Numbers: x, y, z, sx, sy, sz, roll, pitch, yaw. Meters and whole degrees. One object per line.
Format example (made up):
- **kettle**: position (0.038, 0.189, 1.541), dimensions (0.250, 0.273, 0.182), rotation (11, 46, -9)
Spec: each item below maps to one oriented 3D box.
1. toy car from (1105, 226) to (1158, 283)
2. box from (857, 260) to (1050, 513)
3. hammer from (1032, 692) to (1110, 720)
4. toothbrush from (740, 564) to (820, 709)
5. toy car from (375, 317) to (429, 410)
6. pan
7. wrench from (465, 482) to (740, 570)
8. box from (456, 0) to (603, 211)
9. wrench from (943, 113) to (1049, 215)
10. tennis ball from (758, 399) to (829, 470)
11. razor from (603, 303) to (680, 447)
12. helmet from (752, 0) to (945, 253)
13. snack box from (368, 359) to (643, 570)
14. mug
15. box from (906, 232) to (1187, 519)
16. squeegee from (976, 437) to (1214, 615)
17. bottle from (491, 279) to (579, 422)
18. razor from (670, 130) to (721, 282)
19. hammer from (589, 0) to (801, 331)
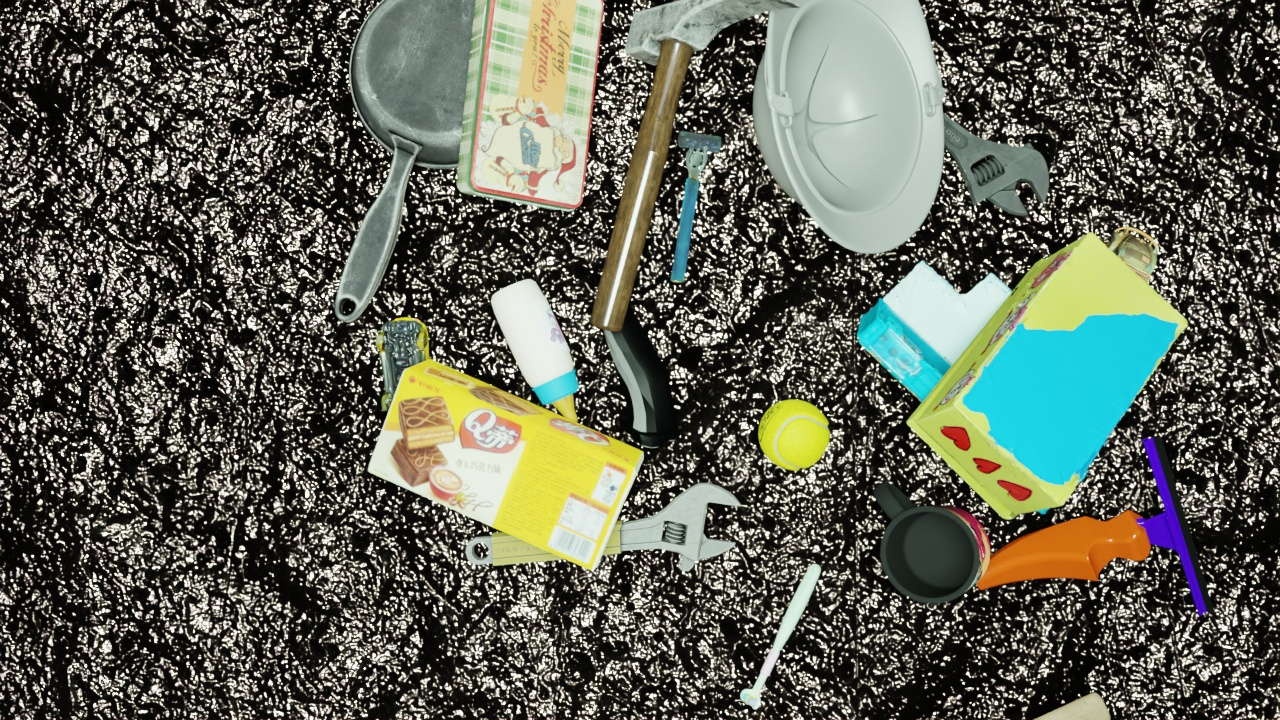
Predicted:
- **toy car**: position (0.435, -0.069, 0.840), dimensions (0.047, 0.047, 0.112), rotation (28, 97, 4)
- **box**: position (0.317, 0.008, 0.817), dimensions (0.227, 0.097, 0.122), rotation (44, 111, 1)
- **hammer**: position (0.292, 0.401, 0.879), dimensions (0.331, 0.030, 0.119), rotation (-26, 90, 5)
- **toothbrush**: position (0.138, 0.267, 0.891), dimensions (0.022, 0.015, 0.155), rotation (28, 95, 34)
- **toy car**: position (-0.229, 0.011, 0.899), dimensions (0.049, 0.030, 0.107), rotation (-1, 98, 3)
- **pan**: position (-0.224, -0.203, 0.887), dimensions (0.187, 0.055, 0.357), rotation (23, 90, 2)
- **wrench**: position (-0.037, 0.170, 0.897), dimensions (0.273, 0.018, 0.083), rotation (-6, 92, 4)
- **box**: position (-0.101, -0.246, 0.844), dimensions (0.117, 0.049, 0.205), rotation (7, 91, -34)
- **wrench**: position (0.267, -0.231, 0.862), dimensions (0.273, 0.018, 0.073), rotation (39, 95, 3)
- **tennis ball**: position (0.143, 0.069, 0.857), dimensions (0.065, 0.065, 0.065), rotation (0, 92, 4)
- **razor**: position (-0.005, 0.005, 0.875), dimensions (0.060, 0.057, 0.156), rotation (-11, 92, 36)
- **helmet**: position (0.163, -0.226, 0.823), dimensions (0.183, 0.118, 0.271), rotation (-11, 94, -24)
- **snack box**: position (-0.123, 0.093, 0.853), dimensions (0.230, 0.061, 0.110), rotation (23, 102, 3)
- **mug**: position (0.256, 0.158, 0.830), dimensions (0.082, 0.098, 0.118), rotation (-44, 67, 14)
- **box**: position (0.339, 0.012, 0.766), dimensions (0.124, 0.081, 0.220), rotation (42, 71, 2)
- **squeegee**: position (0.398, 0.174, 0.840), dimensions (0.185, 0.055, 0.249), rotation (-23, 123, 19)
- **bottle**: position (-0.093, -0.004, 0.879), dimensions (0.051, 0.051, 0.146), rotation (-25, 90, 4)
- **razor**: position (0.046, -0.146, 0.878), dimensions (0.042, 0.022, 0.144), rotation (9, 93, 5)
- **hammer**: position (0.023, -0.165, 0.794), dimensions (0.037, 0.218, 0.300), rotation (11, 96, -30)
